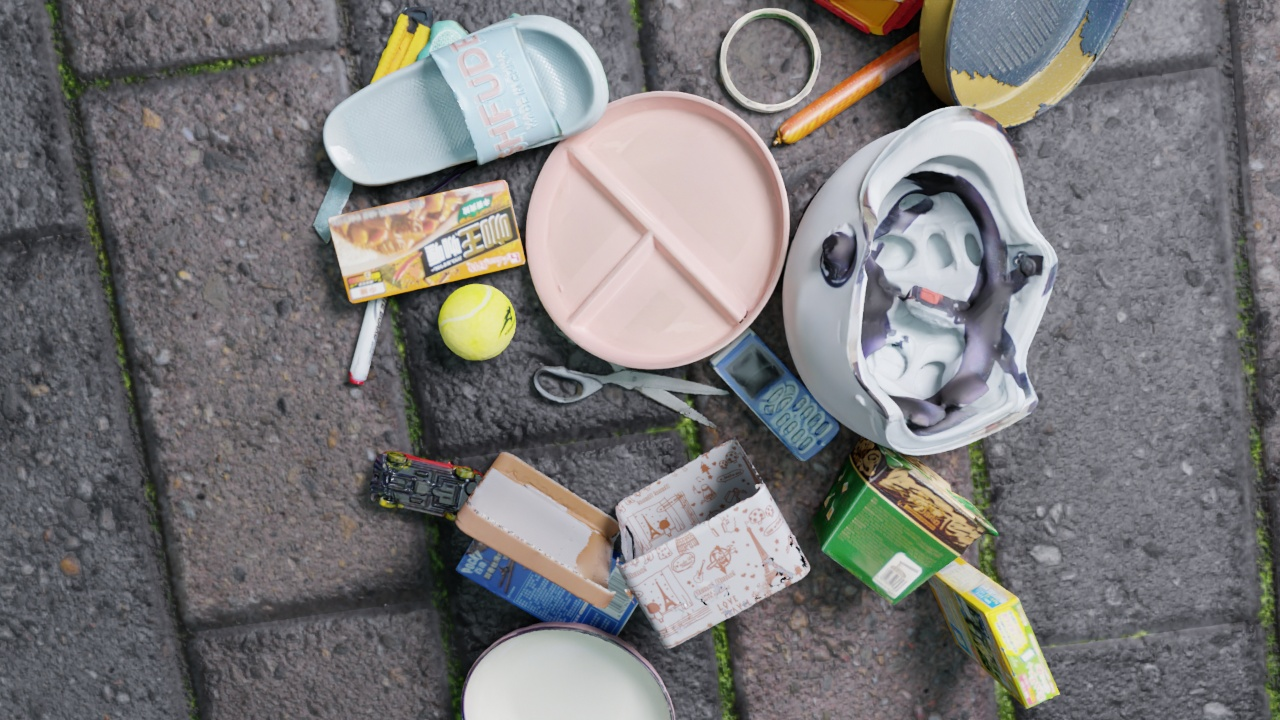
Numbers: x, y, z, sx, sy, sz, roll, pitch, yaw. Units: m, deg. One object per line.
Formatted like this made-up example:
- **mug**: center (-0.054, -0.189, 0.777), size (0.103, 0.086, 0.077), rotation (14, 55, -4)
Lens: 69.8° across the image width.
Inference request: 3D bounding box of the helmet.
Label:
- **helmet**: center (0.203, -0.059, 0.733), size (0.228, 0.146, 0.258), rotation (-7, 96, -33)

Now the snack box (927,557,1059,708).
- **snack box**: center (0.290, 0.221, 0.773), size (0.034, 0.140, 0.087), rotation (-25, 95, 0)

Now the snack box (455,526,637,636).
- **snack box**: center (-0.077, 0.191, 0.830), size (0.157, 0.026, 0.084), rotation (31, 96, -3)

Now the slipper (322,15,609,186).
- **slipper**: center (-0.148, -0.206, 0.745), size (0.246, 0.074, 0.104), rotation (-16, 107, 9)

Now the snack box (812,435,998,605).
- **snack box**: center (0.212, 0.136, 0.780), size (0.118, 0.117, 0.106), rotation (36, 99, 0)

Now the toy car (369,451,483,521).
- **toy car**: center (-0.187, 0.113, 0.820), size (0.106, 0.031, 0.049), rotation (12, 96, 0)

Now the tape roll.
- **tape roll**: center (0.111, -0.257, 0.789), size (0.086, 0.014, 0.086), rotation (0, 96, 0)

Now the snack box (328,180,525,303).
- **snack box**: center (-0.182, -0.102, 0.788), size (0.153, 0.026, 0.075), rotation (-14, 101, -6)

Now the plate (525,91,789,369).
- **plate**: center (0.012, -0.107, 0.767), size (0.230, 0.028, 0.229), rotation (0, 90, 20)

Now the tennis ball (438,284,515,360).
- **tennis ball**: center (-0.140, -0.033, 0.789), size (0.065, 0.065, 0.065), rotation (0, 96, 0)

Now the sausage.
- **sausage**: center (0.183, -0.233, 0.787), size (0.165, 0.021, 0.021), rotation (-33, 95, 3)

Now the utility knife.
- **utility knife**: center (-0.233, -0.205, 0.796), size (0.033, 0.015, 0.223), rotation (26, 96, 0)

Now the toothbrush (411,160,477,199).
- **toothbrush**: center (-0.174, -0.158, 0.802), size (0.189, 0.014, 0.017), rotation (-32, 87, 4)

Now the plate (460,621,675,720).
- **plate**: center (-0.063, 0.312, 0.823), size (0.192, 0.039, 0.192), rotation (2, 109, 7)

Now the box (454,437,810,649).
- **box**: center (-0.006, 0.139, 0.750), size (0.269, 0.179, 0.136), rotation (1, 98, -1)

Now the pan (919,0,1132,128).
- **pan**: center (0.258, -0.293, 0.649), size (0.357, 0.078, 0.198), rotation (21, 109, -43)

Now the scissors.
- **scissors**: center (-0.014, 0.017, 0.821), size (0.164, 0.014, 0.164), rotation (-28, 98, 1)

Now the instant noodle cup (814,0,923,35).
- **instant noodle cup**: center (0.198, -0.351, 0.736), size (0.116, 0.116, 0.123), rotation (31, 84, -2)

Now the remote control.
- **remote control**: center (0.119, 0.031, 0.813), size (0.049, 0.024, 0.125), rotation (-43, 95, 4)

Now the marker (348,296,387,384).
- **marker**: center (-0.234, -0.049, 0.812), size (0.017, 0.017, 0.145), rotation (16, 96, -1)

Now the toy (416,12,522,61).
- **toy**: center (-0.140, -0.259, 0.784), size (0.092, 0.030, 0.096), rotation (24, 94, -6)
